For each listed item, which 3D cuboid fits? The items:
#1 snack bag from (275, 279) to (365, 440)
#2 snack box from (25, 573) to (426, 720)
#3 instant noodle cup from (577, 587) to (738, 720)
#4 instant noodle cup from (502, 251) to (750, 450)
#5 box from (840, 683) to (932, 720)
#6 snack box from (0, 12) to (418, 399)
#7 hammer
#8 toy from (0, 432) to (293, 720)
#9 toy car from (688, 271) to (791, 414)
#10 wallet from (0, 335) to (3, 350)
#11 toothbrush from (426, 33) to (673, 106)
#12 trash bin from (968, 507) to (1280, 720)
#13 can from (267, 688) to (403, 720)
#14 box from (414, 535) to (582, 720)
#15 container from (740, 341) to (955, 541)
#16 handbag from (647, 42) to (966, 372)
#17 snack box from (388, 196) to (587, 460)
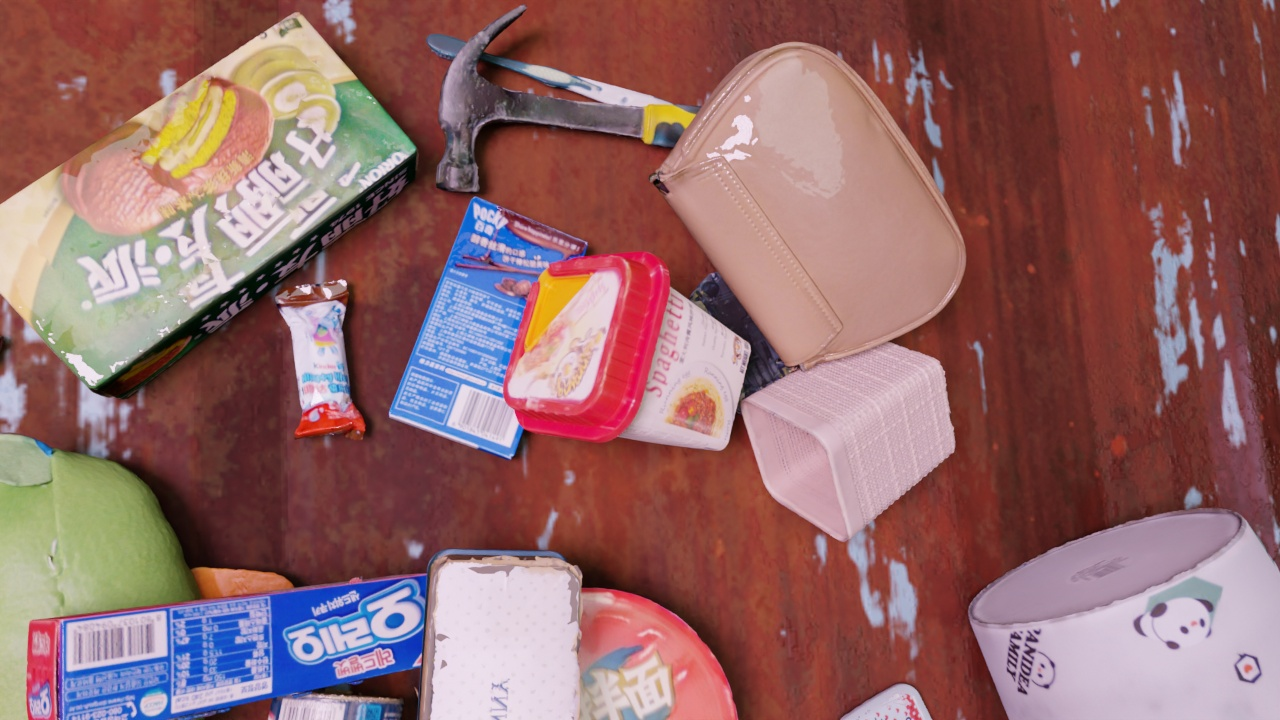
[{"bbox_3d":[-0.203,0.002,0.584,0.045,0.026,0.105,-9,82,-12],"label":"snack bag"},{"bbox_3d":[-0.204,0.152,0.496,0.207,0.058,0.057,4,76,-45],"label":"snack box"},{"bbox_3d":[-0.039,0.237,0.571,0.193,0.066,0.193,2,80,-14],"label":"instant noodle cup"},{"bbox_3d":[-0.003,0.003,0.582,0.124,0.117,0.116,25,76,-40],"label":"instant noodle cup"},{"bbox_3d":[0.169,0.344,0.622,0.157,0.038,0.201,-23,87,-16],"label":"box"},{"bbox_3d":[-0.264,-0.095,0.562,0.239,0.063,0.114,-41,94,-16],"label":"snack box"},{"bbox_3d":[0.022,-0.169,0.652,0.323,0.032,0.126,3,100,-17],"label":"hammer"},{"bbox_3d":[-0.306,0.160,0.502,0.226,0.090,0.246,-7,78,-31],"label":"toy"},{"bbox_3d":[0.069,-0.012,0.651,0.048,0.031,0.105,-23,90,-20],"label":"toy car"},{"bbox_3d":[-0.442,0.024,0.519,0.101,0.032,0.124,23,78,-13],"label":"wallet"},{"bbox_3d":[-0.058,-0.199,0.656,0.191,0.018,0.016,13,82,-14],"label":"toothbrush"},{"bbox_3d":[0.356,0.248,0.597,0.229,0.230,0.252,-23,82,-16],"label":"trash bin"},{"bbox_3d":[-0.180,0.245,0.520,0.075,0.075,0.111,9,69,-13],"label":"can"},{"bbox_3d":[-0.079,0.185,0.506,0.089,0.060,0.184,6,79,-14],"label":"box"},{"bbox_3d":[0.145,0.046,0.623,0.110,0.090,0.090,-30,119,-20],"label":"container"},{"bbox_3d":[0.110,-0.100,0.607,0.148,0.099,0.204,-36,103,5],"label":"handbag"},{"bbox_3d":[-0.100,-0.021,0.612,0.084,0.026,0.157,21,78,-11],"label":"snack box"}]
